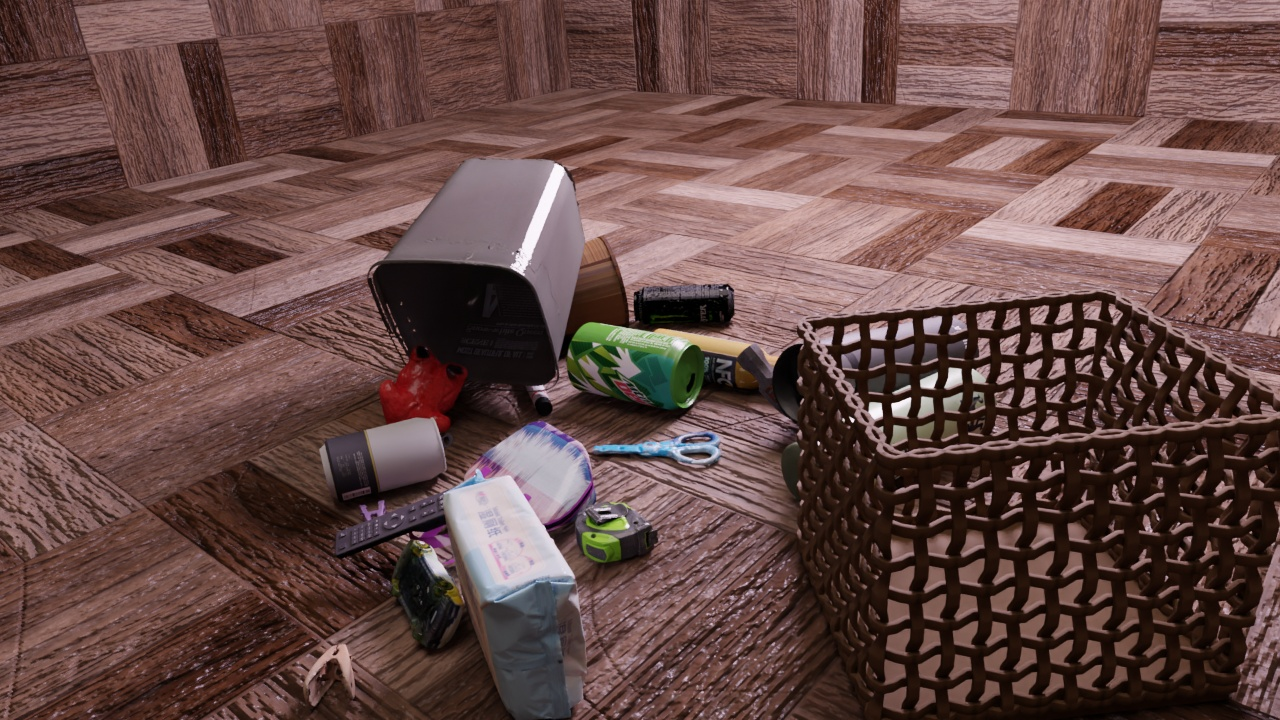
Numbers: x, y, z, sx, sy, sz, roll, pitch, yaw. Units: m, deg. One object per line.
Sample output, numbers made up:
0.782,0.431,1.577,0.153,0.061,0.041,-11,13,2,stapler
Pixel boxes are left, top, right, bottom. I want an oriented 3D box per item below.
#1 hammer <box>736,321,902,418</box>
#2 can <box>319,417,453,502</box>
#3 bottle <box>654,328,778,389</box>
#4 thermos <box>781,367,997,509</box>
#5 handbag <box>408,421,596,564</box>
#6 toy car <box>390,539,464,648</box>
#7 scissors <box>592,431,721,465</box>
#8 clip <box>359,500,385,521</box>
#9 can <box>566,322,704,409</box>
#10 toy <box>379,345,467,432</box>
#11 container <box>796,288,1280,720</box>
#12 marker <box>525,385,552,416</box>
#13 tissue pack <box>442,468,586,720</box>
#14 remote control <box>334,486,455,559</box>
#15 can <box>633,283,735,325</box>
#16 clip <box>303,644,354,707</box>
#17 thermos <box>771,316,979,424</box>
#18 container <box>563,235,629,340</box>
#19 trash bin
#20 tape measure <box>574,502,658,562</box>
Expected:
0.233,-0.001,1.054,0.299,0.028,0.111,-20,66,-47,hammer
-0.252,0.097,0.924,0.127,0.064,0.064,-13,26,-19,can
0.100,0.003,1.082,0.186,0.053,0.053,11,29,25,bottle
0.238,0.071,0.874,0.230,0.082,0.082,-19,28,-29,thermos
-0.133,0.131,0.846,0.169,0.068,0.145,-29,34,-31,handbag
-0.170,0.186,0.739,0.033,0.048,0.105,19,10,-37,toy car
0.017,0.093,0.955,0.135,0.015,0.066,-4,25,6,scissors
-0.259,0.149,0.875,0.041,0.014,0.052,-2,22,5,clip
-0.006,0.006,1.058,0.144,0.083,0.082,11,29,30,can
-0.256,0.060,1.036,0.088,0.094,0.132,38,59,-2,toy
0.258,0.096,0.654,0.251,0.214,0.219,-6,24,-2,container
-0.130,0.028,1.109,0.019,0.019,0.145,-11,25,-13,marker
-0.096,0.167,0.685,0.070,0.112,0.182,-15,26,-18,tissue pack
-0.199,0.139,0.797,0.136,0.015,0.032,-21,33,-3,remote control
0.061,-0.078,1.266,0.138,0.054,0.053,-2,25,7,can
-0.231,0.232,0.675,0.039,0.024,0.060,-11,15,-20,clip
0.251,0.008,0.960,0.239,0.082,0.082,-10,23,-37,thermos
-0.115,-0.083,1.233,0.167,0.132,0.132,-16,26,-11,container
-0.171,-0.111,1.078,0.197,0.198,0.219,4,48,13,trash bin
-0.027,0.148,0.808,0.058,0.036,0.066,-19,29,-28,tape measure
